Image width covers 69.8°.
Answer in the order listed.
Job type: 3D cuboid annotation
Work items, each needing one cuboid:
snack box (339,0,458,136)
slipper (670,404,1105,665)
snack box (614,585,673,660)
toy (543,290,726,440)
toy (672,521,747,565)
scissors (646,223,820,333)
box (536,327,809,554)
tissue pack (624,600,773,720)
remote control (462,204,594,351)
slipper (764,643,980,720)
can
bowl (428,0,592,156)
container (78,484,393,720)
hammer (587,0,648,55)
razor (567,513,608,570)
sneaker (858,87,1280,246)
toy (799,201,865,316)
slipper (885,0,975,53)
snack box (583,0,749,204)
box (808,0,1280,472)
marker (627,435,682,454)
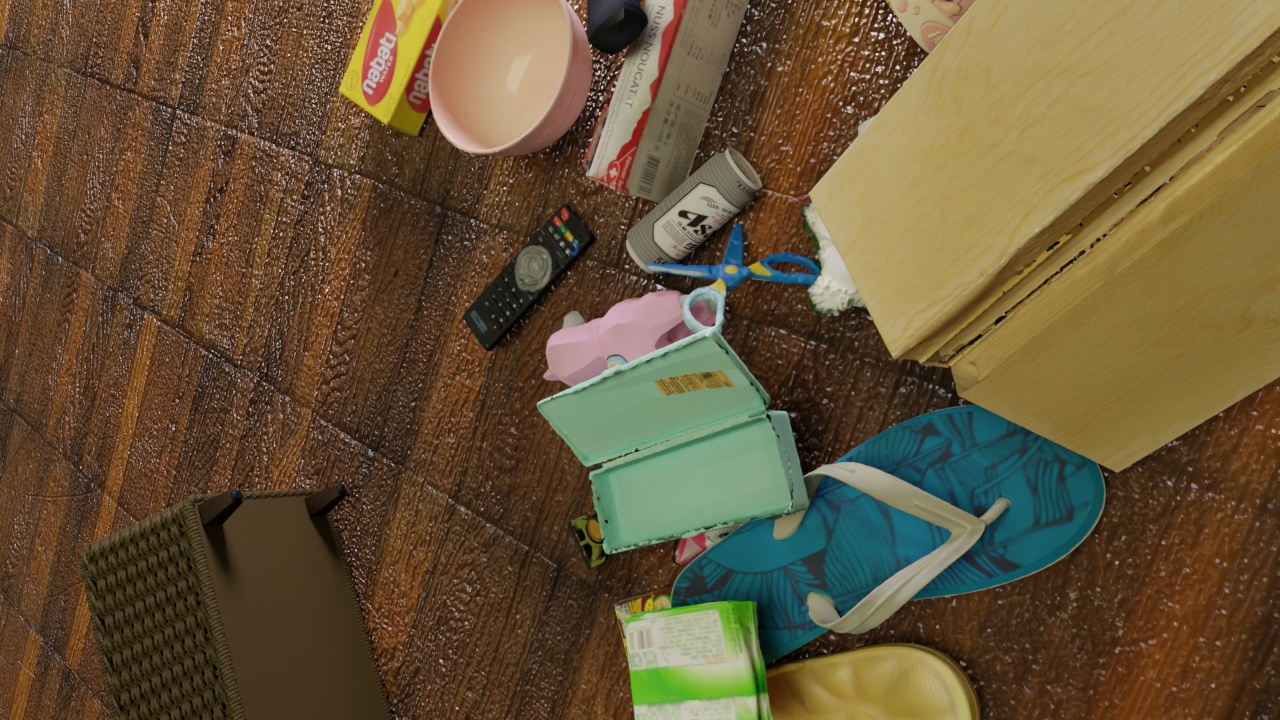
[{"bbox_3d":[-0.211,-0.324,0.869,0.092,0.042,0.201,38,108,30],"label":"snack box"},{"bbox_3d":[0.137,0.114,0.585,0.295,0.060,0.118,-31,61,19],"label":"slipper"},{"bbox_3d":[0.051,0.190,0.677,0.149,0.025,0.061,-25,74,30],"label":"snack box"},{"bbox_3d":[-0.004,0.004,0.701,0.158,0.067,0.123,-23,76,35],"label":"toy"},{"bbox_3d":[0.059,0.106,0.666,0.103,0.050,0.065,-24,70,25],"label":"toy"},{"bbox_3d":[0.065,-0.058,0.648,0.125,0.126,0.013,7,132,10],"label":"scissors"},{"bbox_3d":[0.017,0.060,0.636,0.187,0.055,0.138,-22,90,43],"label":"box"},{"bbox_3d":[0.036,0.211,0.600,0.114,0.034,0.099,-22,66,40],"label":"tissue pack"},{"bbox_3d":[-0.097,-0.070,0.794,0.141,0.021,0.045,-45,66,18],"label":"remote control"},{"bbox_3d":[0.093,0.254,0.617,0.264,0.078,0.099,-26,70,31],"label":"slipper"},{"bbox_3d":[0.039,-0.111,0.691,0.107,0.044,0.044,-38,68,26],"label":"can"},{"bbox_3d":[-0.097,-0.237,0.769,0.153,0.076,0.153,-3,85,33],"label":"bowl"},{"bbox_3d":[-0.357,0.279,0.861,0.205,0.176,0.320,-31,71,25],"label":"container"},{"bbox_3d":[-0.018,-0.368,0.696,0.140,0.035,0.312,-26,57,43],"label":"hammer"},{"bbox_3d":[-0.007,0.107,0.714,0.144,0.021,0.044,-46,57,29],"label":"razor"},{"bbox_3d":[0.249,-0.113,0.534,0.246,0.091,0.097,5,106,32],"label":"sneaker"},{"bbox_3d":[0.162,-0.077,0.609,0.109,0.041,0.095,-12,66,29],"label":"toy"},{"bbox_3d":[0.189,-0.234,0.574,0.197,0.093,0.082,28,113,32],"label":"slipper"},{"bbox_3d":[0.036,-0.254,0.682,0.044,0.076,0.273,27,103,35],"label":"snack box"},{"bbox_3d":[0.237,-0.079,0.445,0.252,0.118,0.248,41,134,3],"label":"box"},{"bbox_3d":[0.045,0.061,0.693,0.134,0.015,0.018,-11,112,33],"label":"marker"}]
